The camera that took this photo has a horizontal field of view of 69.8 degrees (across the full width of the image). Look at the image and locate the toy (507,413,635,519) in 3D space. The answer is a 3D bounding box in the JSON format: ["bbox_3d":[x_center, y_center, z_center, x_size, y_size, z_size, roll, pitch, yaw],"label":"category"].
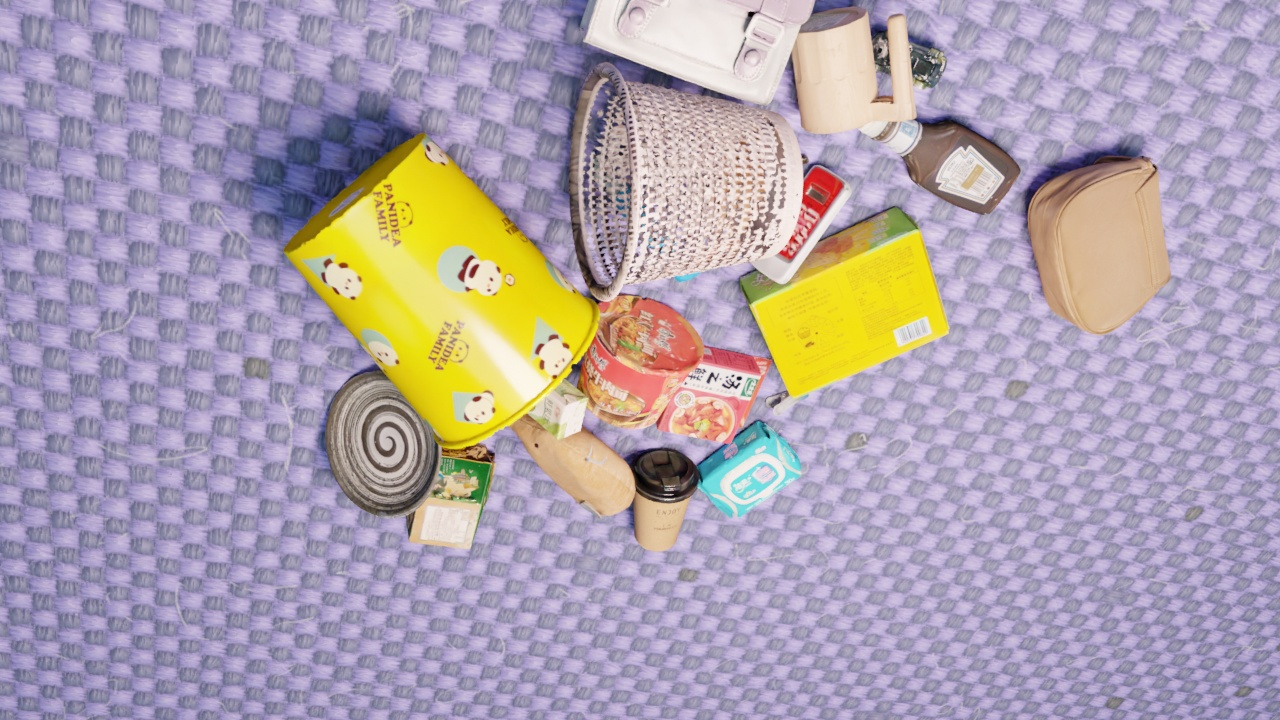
[{"bbox_3d":[-0.097,0.112,1.136,0.226,0.144,0.082,45,63,-29],"label":"toy"}]

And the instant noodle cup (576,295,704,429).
[{"bbox_3d":[-0.006,0.006,1.083,0.138,0.137,0.109,13,128,-15],"label":"instant noodle cup"}]

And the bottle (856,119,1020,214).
[{"bbox_3d":[0.328,-0.232,1.023,0.194,0.044,0.080,22,117,-19],"label":"bottle"}]

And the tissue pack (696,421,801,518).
[{"bbox_3d":[0.144,0.150,1.237,0.134,0.050,0.093,-38,120,17],"label":"tissue pack"}]

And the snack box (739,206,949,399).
[{"bbox_3d":[0.244,-0.067,1.101,0.210,0.070,0.158,-24,122,8],"label":"snack box"}]

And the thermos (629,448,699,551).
[{"bbox_3d":[0.027,0.187,1.226,0.093,0.093,0.143,0,129,-8],"label":"thermos"}]

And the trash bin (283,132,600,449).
[{"bbox_3d":[-0.208,-0.077,0.952,0.230,0.229,0.255,-33,115,13],"label":"trash bin"}]

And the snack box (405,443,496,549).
[{"bbox_3d":[-0.248,0.176,1.167,0.118,0.105,0.118,10,121,-13],"label":"snack box"}]

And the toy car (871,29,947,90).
[{"bbox_3d":[0.278,-0.318,0.967,0.090,0.034,0.043,14,122,-14],"label":"toy car"}]

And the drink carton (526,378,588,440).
[{"bbox_3d":[-0.117,0.037,1.091,0.045,0.122,0.054,-19,134,-44],"label":"drink carton"}]

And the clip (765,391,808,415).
[{"bbox_3d":[0.193,0.050,1.202,0.056,0.026,0.024,-28,125,-4],"label":"clip"}]

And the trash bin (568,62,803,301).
[{"bbox_3d":[0.046,-0.175,0.920,0.192,0.227,0.228,-3,123,-18],"label":"trash bin"}]

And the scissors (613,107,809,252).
[{"bbox_3d":[0.080,-0.202,1.026,0.226,0.015,0.189,-4,123,-4],"label":"scissors"}]

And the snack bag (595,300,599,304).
[{"bbox_3d":[-0.091,-0.037,1.098,0.105,0.026,0.045,-23,139,5],"label":"snack bag"}]

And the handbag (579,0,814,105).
[{"bbox_3d":[0.057,-0.347,0.885,0.197,0.098,0.145,14,112,-15],"label":"handbag"}]

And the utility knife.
[{"bbox_3d":[0.005,-0.157,1.041,0.034,0.018,0.187,-42,119,5],"label":"utility knife"}]

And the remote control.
[{"bbox_3d":[0.179,-0.153,1.035,0.136,0.056,0.020,-55,154,12],"label":"remote control"}]

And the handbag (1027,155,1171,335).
[{"bbox_3d":[0.539,-0.139,1.083,0.148,0.099,0.204,-28,122,1],"label":"handbag"}]

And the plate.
[{"bbox_3d":[-0.307,0.101,1.108,0.180,0.024,0.179,1,93,26],"label":"plate"}]

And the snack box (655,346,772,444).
[{"bbox_3d":[0.095,0.044,1.166,0.127,0.044,0.113,11,120,-15],"label":"snack box"}]

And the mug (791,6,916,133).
[{"bbox_3d":[0.214,-0.294,0.928,0.125,0.084,0.104,12,131,38],"label":"mug"}]
